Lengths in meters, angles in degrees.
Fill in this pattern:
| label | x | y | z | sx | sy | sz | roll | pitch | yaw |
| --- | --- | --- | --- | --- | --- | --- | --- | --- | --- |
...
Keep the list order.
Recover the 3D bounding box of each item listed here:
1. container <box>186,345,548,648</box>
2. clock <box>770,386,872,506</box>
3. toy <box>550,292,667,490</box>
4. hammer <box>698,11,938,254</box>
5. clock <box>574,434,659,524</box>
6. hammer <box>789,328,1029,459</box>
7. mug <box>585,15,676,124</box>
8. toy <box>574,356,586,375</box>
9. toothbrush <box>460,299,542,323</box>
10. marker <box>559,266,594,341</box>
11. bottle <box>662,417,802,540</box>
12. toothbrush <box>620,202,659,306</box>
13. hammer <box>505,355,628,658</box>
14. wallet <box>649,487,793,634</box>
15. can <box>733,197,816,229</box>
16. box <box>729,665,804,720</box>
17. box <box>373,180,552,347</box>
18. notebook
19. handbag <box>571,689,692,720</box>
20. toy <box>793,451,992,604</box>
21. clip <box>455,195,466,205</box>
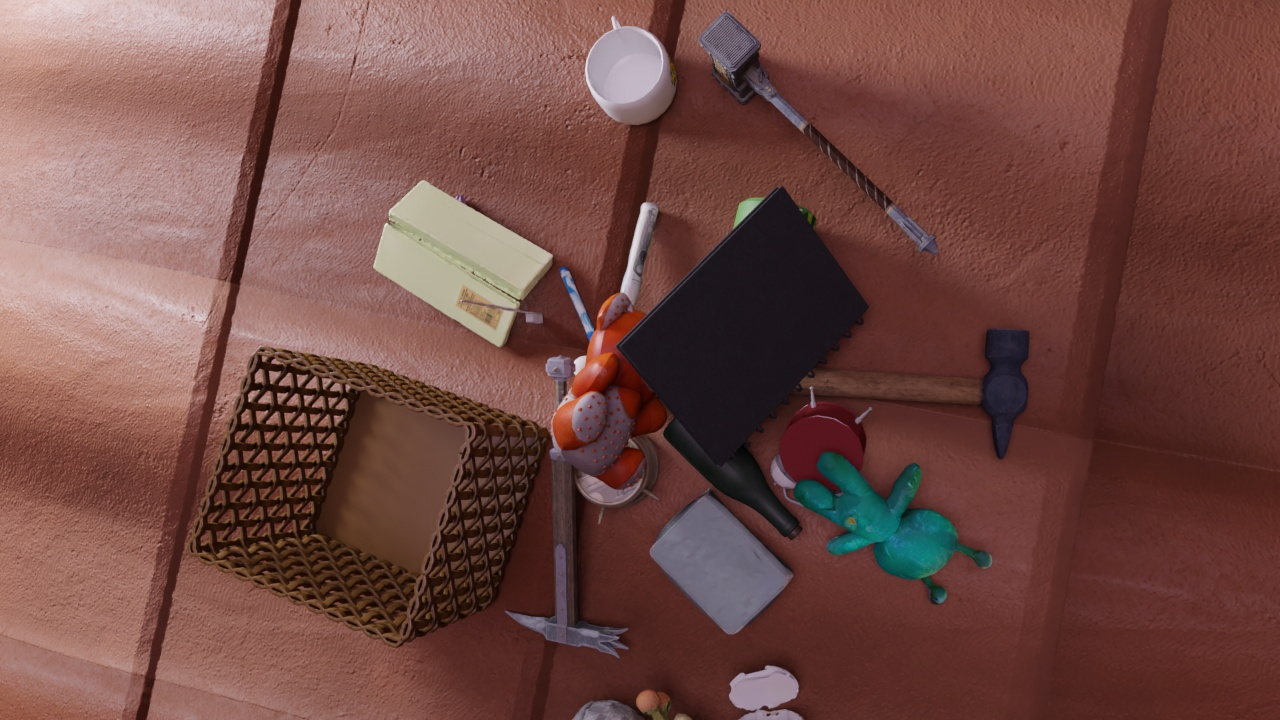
| label | x | y | z | sx | sy | sz | roll | pitch | yaw |
| --- | --- | --- | --- | --- | --- | --- | --- | --- | --- |
| container | -0.272 | 0.133 | 0.969 | 0.252 | 0.214 | 0.219 | 18 | 89 | 15 |
| clock | 0.184 | 0.097 | 0.939 | 0.087 | 0.044 | 0.125 | 20 | 115 | 12 |
| toy | -0.019 | 0.030 | 0.914 | 0.093 | 0.164 | 0.172 | 10 | 67 | 30 |
| hammer | 0.189 | -0.224 | 0.947 | 0.044 | 0.098 | 0.322 | -44 | 77 | 6 |
| clock | -0.037 | 0.098 | 0.997 | 0.093 | 0.054 | 0.140 | -24 | 82 | 11 |
| hammer | 0.227 | 0.026 | 0.951 | 0.322 | 0.040 | 0.129 | 3 | 90 | 15 |
| mug | -0.012 | -0.325 | 1.021 | 0.094 | 0.068 | 0.115 | -16 | 81 | 12 |
| toy | -0.006 | 0.006 | 1.005 | 0.125 | 0.037 | 0.076 | -27 | 74 | -9 |
| toothbrush | -0.144 | -0.051 | 0.971 | 0.010 | 0.181 | 0.010 | -5 | 87 | 18 |
| marker | -0.061 | -0.043 | 1.037 | 0.013 | 0.013 | 0.141 | -26 | 79 | 10 |
| bottle | 0.102 | 0.120 | 0.962 | 0.174 | 0.055 | 0.055 | 45 | 96 | 12 |
| toothbrush | -0.009 | -0.086 | 1.006 | 0.024 | 0.022 | 0.185 | -1 | 70 | 44 |
| hammer | -0.086 | 0.151 | 0.978 | 0.147 | 0.028 | 0.317 | 4 | 100 | 25 |
| wallet | 0.084 | 0.210 | 0.960 | 0.131 | 0.054 | 0.100 | 46 | 105 | 11 |
| can | 0.128 | -0.090 | 0.958 | 0.083 | 0.083 | 0.144 | 13 | 88 | 14 |
| box | 0.130 | 0.382 | 0.922 | 0.081 | 0.091 | 0.160 | -7 | 91 | 16 |
| box | -0.208 | -0.114 | 1.051 | 0.188 | 0.061 | 0.133 | 33 | 96 | 8 |
| notebook | 0.109 | -0.031 | 0.897 | 0.231 | 0.019 | 0.169 | -45 | 109 | -14 |
| handbag | 0.008 | 0.402 | 0.931 | 0.171 | 0.112 | 0.123 | 33 | 94 | 16 |
| toy | 0.242 | 0.165 | 0.901 | 0.193 | 0.072 | 0.131 | 33 | 117 | -5 |
| clip | -0.209 | -0.167 | 1.085 | 0.045 | 0.014 | 0.050 | 25 | 93 | 15 |
